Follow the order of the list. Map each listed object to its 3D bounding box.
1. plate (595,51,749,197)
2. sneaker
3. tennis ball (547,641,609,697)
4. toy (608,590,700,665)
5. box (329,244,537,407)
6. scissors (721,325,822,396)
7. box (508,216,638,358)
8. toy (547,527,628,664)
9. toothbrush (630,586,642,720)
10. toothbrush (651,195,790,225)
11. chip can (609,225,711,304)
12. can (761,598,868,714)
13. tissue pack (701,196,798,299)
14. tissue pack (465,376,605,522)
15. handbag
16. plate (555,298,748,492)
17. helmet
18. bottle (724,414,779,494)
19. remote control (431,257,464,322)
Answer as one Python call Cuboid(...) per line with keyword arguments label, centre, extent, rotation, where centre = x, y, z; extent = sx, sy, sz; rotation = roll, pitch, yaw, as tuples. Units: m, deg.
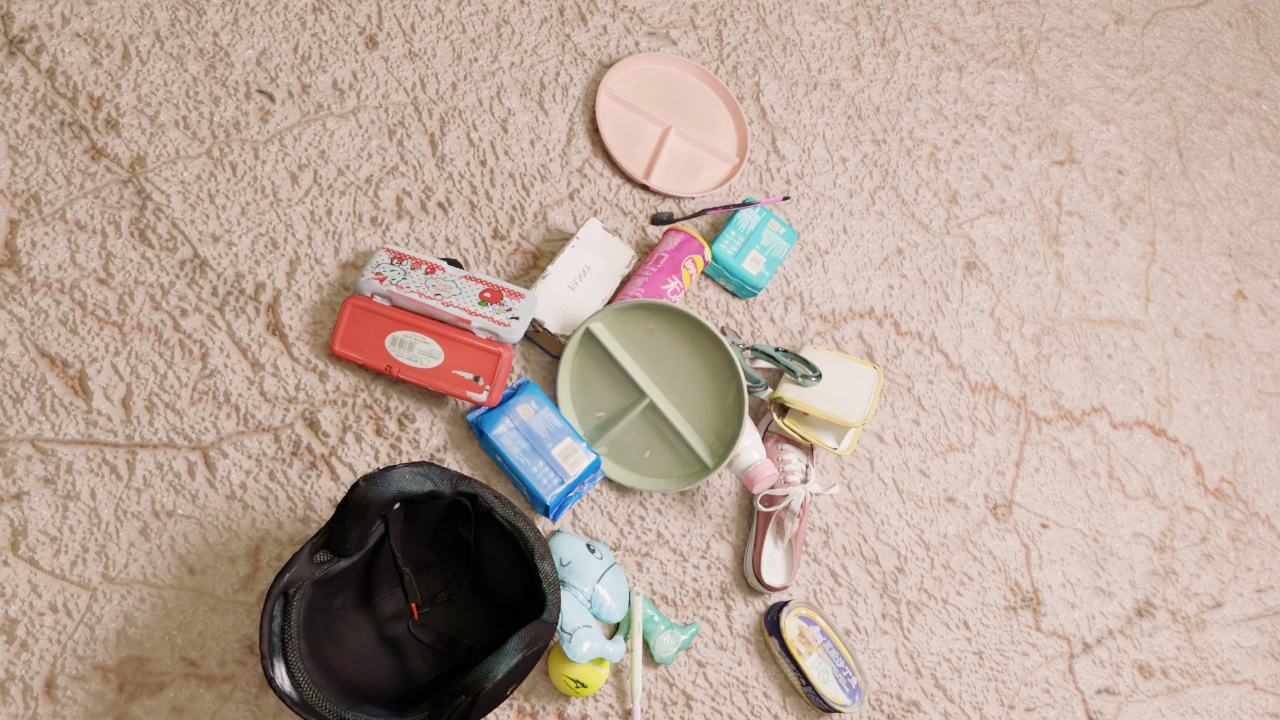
Cuboid(label="plate", centre=(0.044, -0.326, 1.277), extent=(0.229, 0.028, 0.229), rotation=(7, 69, -18))
Cuboid(label="sneaker", centre=(0.181, 0.162, 1.121), extent=(0.118, 0.088, 0.240), rotation=(19, 63, -14))
Cuboid(label="tennis ball", centre=(-0.066, 0.326, 0.981), extent=(0.065, 0.066, 0.065), rotation=(7, 69, -19))
Cuboid(label="toy", centre=(0.008, 0.306, 1.039), extent=(0.092, 0.030, 0.096), rotation=(45, 70, 4))
Cuboid(label="box", centre=(-0.231, -0.044, 1.029), extent=(0.201, 0.064, 0.160), rotation=(19, 74, 2))
Cuboid(label="scissors", centre=(0.130, 0.000, 1.139), extent=(0.177, 0.019, 0.171), rotation=(29, 34, 29))
Cuboid(label="box", centre=(-0.078, -0.095, 1.130), extent=(0.090, 0.063, 0.183), rotation=(40, 61, -5))
Cuboid(label="toy", centre=(-0.058, 0.251, 0.997), extent=(0.161, 0.050, 0.156), rotation=(48, 29, 19))
Cuboid(label="toothbrush", centre=(-0.004, 0.345, 1.008), extent=(0.029, 0.020, 0.189), rotation=(2, 81, -15))
Cuboid(label="toothbrush", centre=(0.107, -0.204, 1.227), extent=(0.189, 0.014, 0.017), rotation=(-10, 62, 2))
Cuboid(label="chip can", centre=(0.007, -0.074, 1.149), extent=(0.071, 0.072, 0.210), rotation=(38, 63, -5))
Cuboid(label="can", centre=(0.207, 0.350, 1.087), extent=(0.074, 0.049, 0.148), rotation=(-33, 85, -28))
Cuboid(label="tissue pack", centre=(0.148, -0.153, 1.242), extent=(0.093, 0.050, 0.133), rotation=(38, 62, -2))
Cuboid(label="tissue pack", centre=(-0.119, 0.100, 1.049), extent=(0.094, 0.052, 0.157), rotation=(-40, 89, -29))
Cuboid(label="handbag", centre=(0.207, 0.038, 1.169), extent=(0.179, 0.063, 0.162), rotation=(22, 33, 12))
Cuboid(label="plate", centre=(0.012, 0.040, 1.051), extent=(0.230, 0.231, 0.027), rotation=(50, 23, 1))
Cuboid(label="helmet", centre=(-0.211, 0.240, 0.864), extent=(0.274, 0.231, 0.233), rotation=(-26, 68, -28))
Cuboid(label="bottle", centre=(0.093, 0.072, 1.095), extent=(0.068, 0.068, 0.197), rotation=(-20, 57, -26))
Cuboid(label="remote control", centre=(-0.226, -0.055, 1.078), extent=(0.053, 0.024, 0.136), rotation=(-2, 73, -17))
